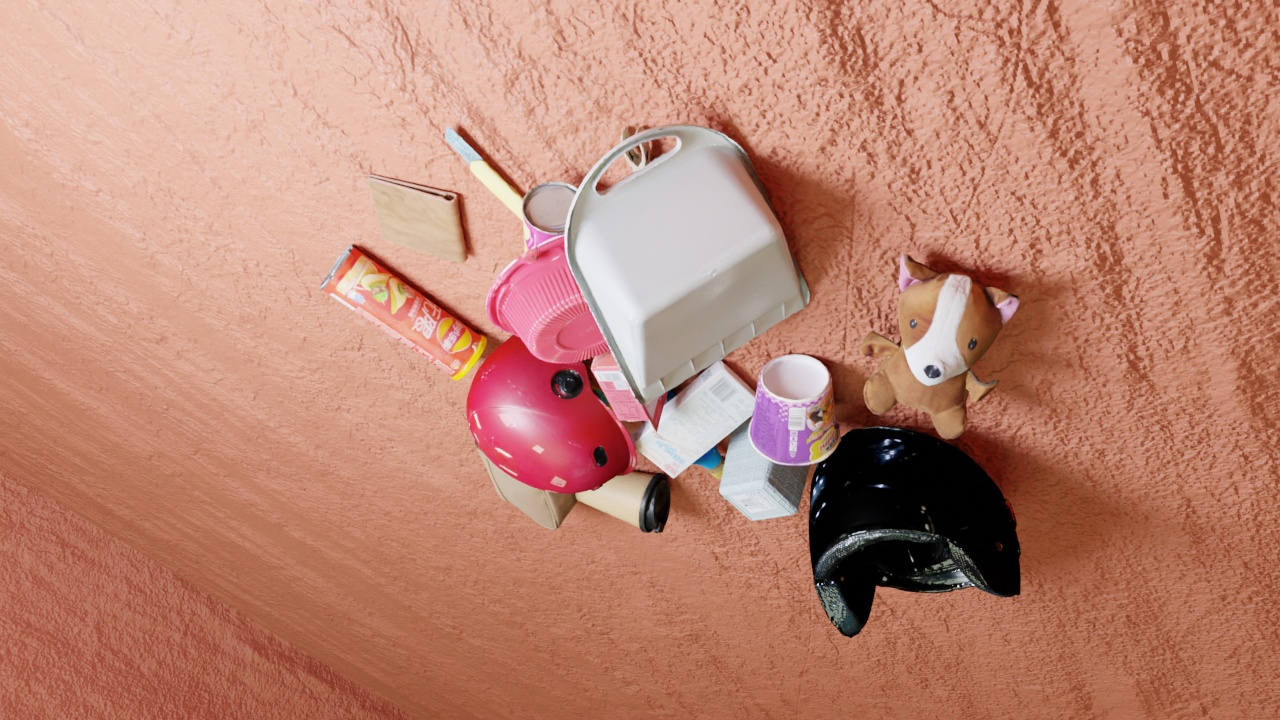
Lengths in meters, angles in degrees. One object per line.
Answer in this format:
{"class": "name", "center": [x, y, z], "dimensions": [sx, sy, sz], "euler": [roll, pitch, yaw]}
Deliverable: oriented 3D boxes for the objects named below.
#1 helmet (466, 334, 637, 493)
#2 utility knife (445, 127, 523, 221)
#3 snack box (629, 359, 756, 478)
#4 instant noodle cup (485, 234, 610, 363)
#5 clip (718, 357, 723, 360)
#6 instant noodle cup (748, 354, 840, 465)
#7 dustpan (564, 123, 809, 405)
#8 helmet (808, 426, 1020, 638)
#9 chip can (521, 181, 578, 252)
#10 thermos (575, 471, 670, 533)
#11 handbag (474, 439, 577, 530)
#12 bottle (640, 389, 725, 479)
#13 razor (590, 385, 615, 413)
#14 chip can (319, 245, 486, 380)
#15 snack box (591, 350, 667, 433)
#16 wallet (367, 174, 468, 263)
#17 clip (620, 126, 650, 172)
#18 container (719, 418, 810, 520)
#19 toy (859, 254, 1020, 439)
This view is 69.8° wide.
{"class": "helmet", "center": [-0.133, 0.088, 1.191], "dimensions": [0.240, 0.143, 0.207], "euler": [44, 151, 21]}
{"class": "utility knife", "center": [-0.146, -0.182, 1.008], "dimensions": [0.031, 0.020, 0.196], "euler": [-17, 138, 37]}
{"class": "snack box", "center": [0.071, 0.077, 1.172], "dimensions": [0.157, 0.026, 0.084], "euler": [-40, 120, 15]}
{"class": "instant noodle cup", "center": [-0.063, -0.057, 0.982], "dimensions": [0.193, 0.065, 0.194], "euler": [-19, 155, -10]}
{"class": "clip", "center": [0.081, -0.007, 1.134], "dimensions": [0.058, 0.038, 0.026], "euler": [-16, 129, 41]}
{"class": "instant noodle cup", "center": [0.184, 0.053, 1.096], "dimensions": [0.112, 0.111, 0.099], "euler": [7, 133, 17]}
{"class": "dustpan", "center": [0.041, -0.103, 0.920], "dimensions": [0.222, 0.142, 0.258], "euler": [-31, 159, -3]}
{"class": "helmet", "center": [0.329, 0.203, 1.118], "dimensions": [0.234, 0.229, 0.274], "euler": [-27, 147, 37]}
{"class": "chip can", "center": [-0.096, -0.105, 1.021], "dimensions": [0.071, 0.071, 0.211], "euler": [17, 151, 4]}
{"class": "thermos", "center": [-0.024, 0.206, 1.408], "dimensions": [0.143, 0.092, 0.093], "euler": [12, 144, 22]}
{"class": "handbag", "center": [-0.171, 0.169, 1.417], "dimensions": [0.148, 0.099, 0.205], "euler": [25, 149, 24]}
{"class": "bottle", "center": [0.051, 0.089, 1.234], "dimensions": [0.065, 0.065, 0.218], "euler": [-16, 132, 39]}
{"class": "razor", "center": [-0.057, 0.051, 1.222], "dimensions": [0.043, 0.028, 0.133], "euler": [47, 170, -23]}
{"class": "chip can", "center": [-0.309, -0.060, 1.202], "dimensions": [0.216, 0.073, 0.073], "euler": [36, 142, -21]}
{"class": "snack box", "center": [-0.007, 0.006, 1.109], "dimensions": [0.044, 0.113, 0.127], "euler": [-1, 139, 22]}
{"class": "wallet", "center": [-0.263, -0.168, 1.085], "dimensions": [0.115, 0.020, 0.101], "euler": [15, 143, 11]}
{"class": "clip", "center": [-0.006, -0.182, 0.930], "dimensions": [0.092, 0.034, 0.103], "euler": [-18, 125, 39]}
{"class": "container", "center": [0.166, 0.143, 1.209], "dimensions": [0.090, 0.111, 0.090], "euler": [-19, 129, 41]}
{"class": "toy", "center": [0.302, -0.011, 0.944], "dimensions": [0.140, 0.130, 0.200], "euler": [19, 135, 11]}
